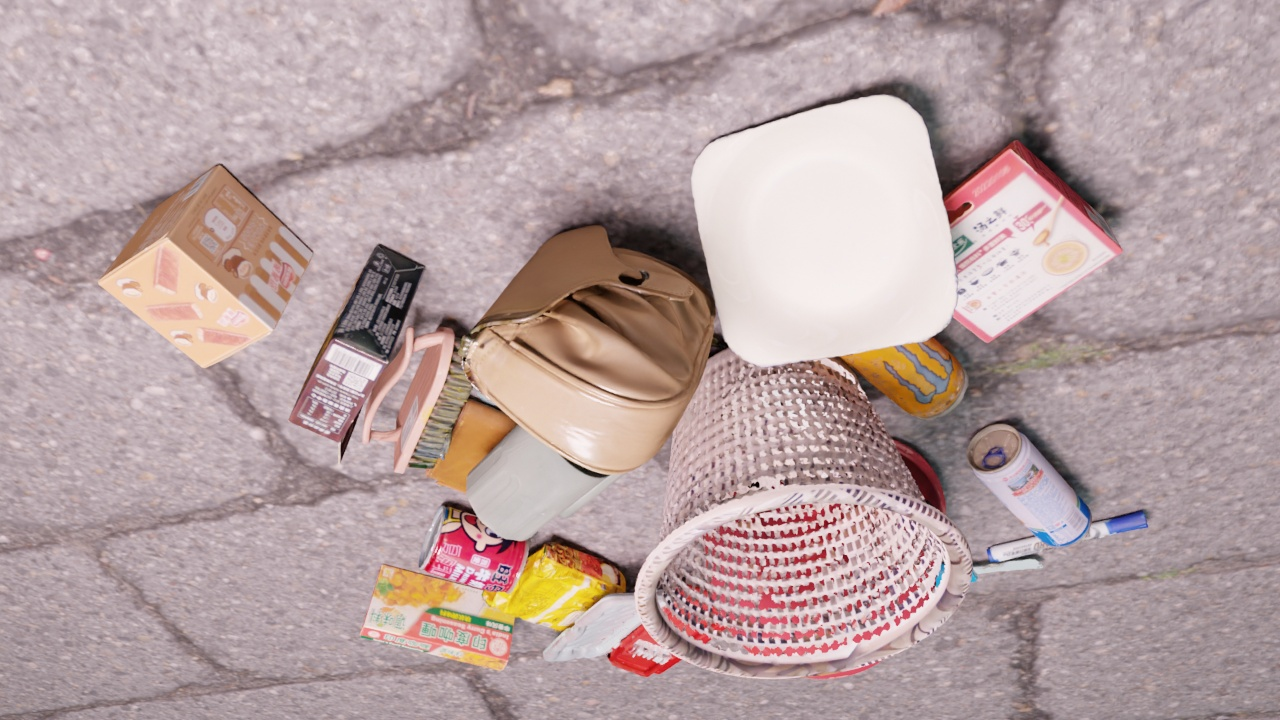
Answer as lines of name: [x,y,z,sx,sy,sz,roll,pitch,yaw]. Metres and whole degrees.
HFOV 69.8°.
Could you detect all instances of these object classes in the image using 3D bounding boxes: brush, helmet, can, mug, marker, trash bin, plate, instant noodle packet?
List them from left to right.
brush: [-0.184,0.028,0.763,0.073,0.063,0.146,13,133,-22]
can: [-0.164,0.189,0.909,0.093,0.066,0.067,22,130,-16]
instant noodle packet: [-0.091,0.242,0.969,0.110,0.044,0.129,29,130,-24]
mug: [-0.072,0.097,0.787,0.104,0.083,0.123,-41,141,24]
trash bin: [0.107,0.097,0.686,0.227,0.191,0.228,-1,133,-1]
plate: [0.124,-0.084,0.620,0.165,0.034,0.163,-9,98,26]
helmet: [0.169,0.193,0.828,0.207,0.143,0.241,29,124,-10]
can: [0.186,-0.013,0.703,0.146,0.058,0.058,35,126,-26]
can: [0.344,0.112,0.811,0.053,0.053,0.134,-32,123,29]
marker: [0.411,0.172,0.888,0.146,0.016,0.017,-19,129,20]

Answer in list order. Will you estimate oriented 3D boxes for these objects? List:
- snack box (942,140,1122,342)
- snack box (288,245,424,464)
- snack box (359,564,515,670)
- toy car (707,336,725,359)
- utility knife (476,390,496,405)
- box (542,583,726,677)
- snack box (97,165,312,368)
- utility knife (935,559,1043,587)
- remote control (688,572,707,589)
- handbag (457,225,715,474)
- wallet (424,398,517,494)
snack box: [0.245,-0.086,0.641,0.127,0.044,0.113,31,128,-24]
snack box: [-0.216,-0.005,0.701,0.053,0.113,0.126,28,128,-19]
snack box: [-0.214,0.277,0.987,0.155,0.076,0.027,18,131,-13]
toy car: [-0.004,0.004,0.741,0.158,0.042,0.070,2,135,-15]
utility knife: [-0.055,0.040,0.800,0.178,0.013,0.029,6,134,3]
box: [-0.004,0.292,0.990,0.160,0.049,0.202,14,142,-20]
snack box: [-0.310,-0.067,0.663,0.077,0.092,0.094,-23,127,23]
utility knife: [0.301,0.220,0.937,0.208,0.018,0.034,-9,130,14]
remote control: [0.127,0.238,0.966,0.150,0.021,0.058,-10,131,14]
handbag: [-0.025,-0.021,0.618,0.148,0.204,0.100,23,119,-1]
wallet: [-0.124,0.101,0.846,0.130,0.035,0.119,24,128,-18]
